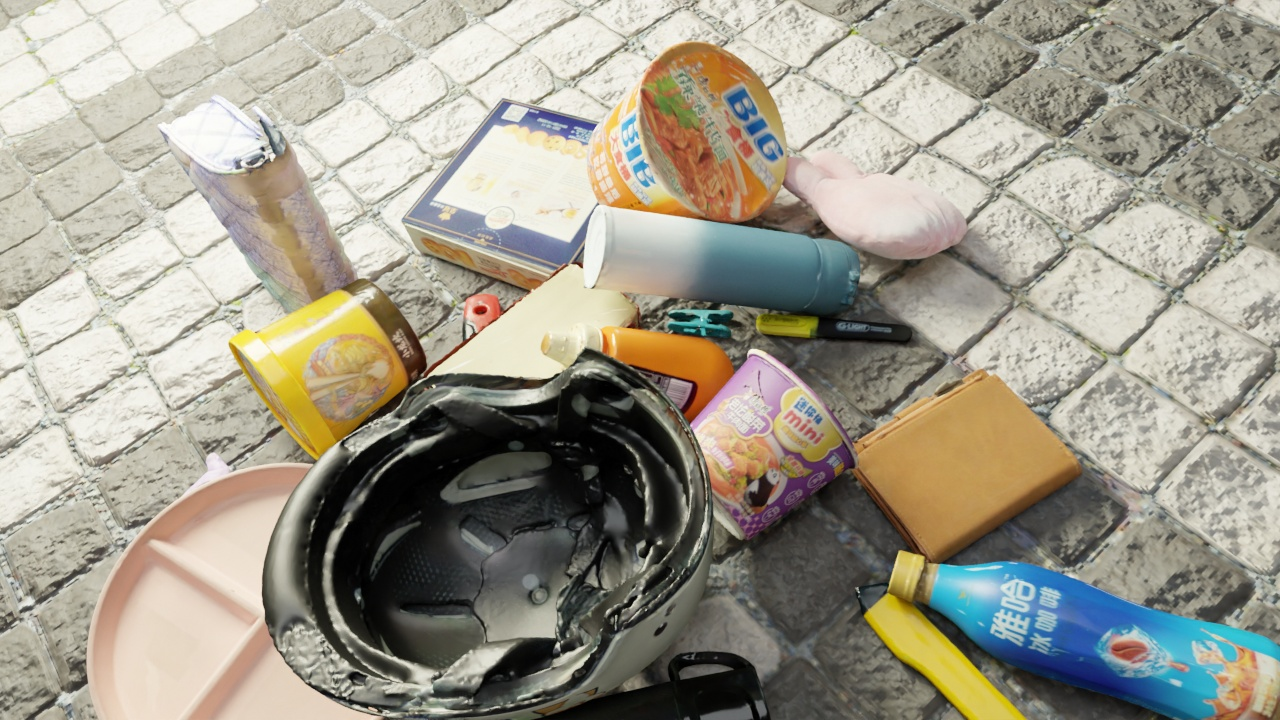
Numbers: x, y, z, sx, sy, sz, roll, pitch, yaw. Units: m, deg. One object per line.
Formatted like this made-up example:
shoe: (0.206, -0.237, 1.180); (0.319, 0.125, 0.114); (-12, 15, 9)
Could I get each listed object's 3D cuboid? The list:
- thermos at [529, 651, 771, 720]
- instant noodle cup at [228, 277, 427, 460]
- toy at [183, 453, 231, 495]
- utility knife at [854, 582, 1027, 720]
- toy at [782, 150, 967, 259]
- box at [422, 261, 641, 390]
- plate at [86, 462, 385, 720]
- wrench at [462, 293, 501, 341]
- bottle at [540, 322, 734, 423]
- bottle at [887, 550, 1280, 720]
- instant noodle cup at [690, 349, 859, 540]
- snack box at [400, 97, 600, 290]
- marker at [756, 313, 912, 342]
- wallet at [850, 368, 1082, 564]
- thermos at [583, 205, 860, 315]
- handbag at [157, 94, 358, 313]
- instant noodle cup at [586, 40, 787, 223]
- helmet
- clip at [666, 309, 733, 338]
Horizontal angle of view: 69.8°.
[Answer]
thermos: (-0.041, 0.243, 0.574); (0.242, 0.068, 0.090); (-14, 25, -2)
instant noodle cup: (-0.245, 0.002, 0.736); (0.118, 0.119, 0.114); (37, 61, 28)
toy: (-0.341, 0.134, 0.706); (0.084, 0.039, 0.107); (33, 66, 17)
utility knife: (0.204, 0.209, 0.577); (0.033, 0.015, 0.181); (-38, 59, -10)
toy: (0.193, -0.133, 0.774); (0.121, 0.054, 0.159); (-18, 45, -38)
box: (-0.080, 0.000, 0.716); (0.091, 0.076, 0.168); (38, 64, 24)
plate: (-0.263, 0.182, 0.645); (0.229, 0.028, 0.229); (1, 60, -2)
wrench: (-0.131, 0.055, 0.737); (0.056, 0.016, 0.272); (-3, 56, 2)
bottle: (-0.004, 0.004, 0.680); (0.149, 0.067, 0.066); (14, 51, -27)
bottle: (0.265, 0.166, 0.566); (0.219, 0.065, 0.065); (16, 61, 20)
instant noodle cup: (0.080, 0.065, 0.644); (0.099, 0.111, 0.111); (-41, 59, -9)
snack box: (-0.097, -0.155, 0.853); (0.178, 0.046, 0.182); (20, 62, 21)
marker: (0.156, -0.026, 0.743); (0.124, 0.015, 0.018); (5, 61, 11)
wallet: (0.226, 0.072, 0.656); (0.131, 0.031, 0.107); (-29, 60, -11)
thermos: (0.067, -0.075, 0.718); (0.220, 0.070, 0.070); (6, 54, -17)
handbag: (-0.313, -0.125, 0.779); (0.075, 0.194, 0.134); (-40, 59, -20)
instant noodle cup: (0.032, -0.174, 0.775); (0.112, 0.151, 0.151); (-16, 38, 57)
helmet: (-0.078, 0.127, 0.591); (0.274, 0.157, 0.229); (-19, 52, 6)
clip: (0.050, -0.031, 0.765); (0.057, 0.014, 0.047); (5, 60, 14)
